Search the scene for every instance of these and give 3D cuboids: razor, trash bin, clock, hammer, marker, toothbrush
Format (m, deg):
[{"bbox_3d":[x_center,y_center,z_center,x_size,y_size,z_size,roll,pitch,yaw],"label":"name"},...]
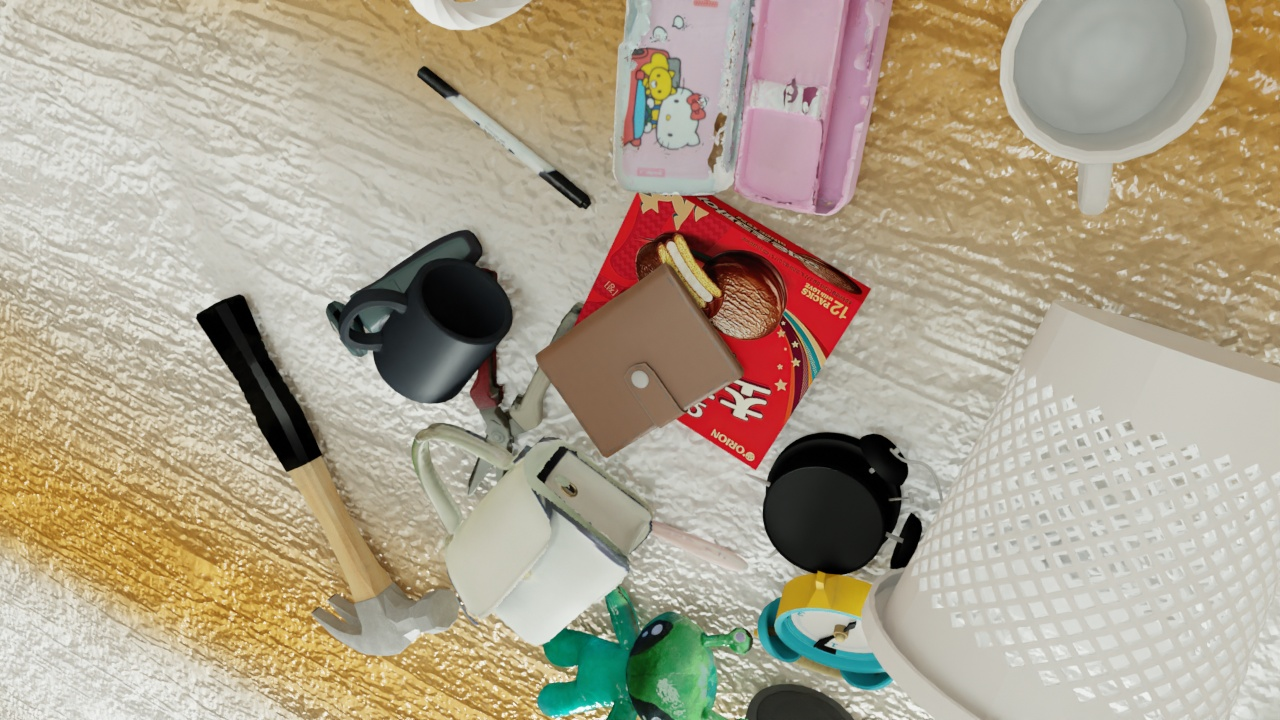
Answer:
[{"bbox_3d":[-0.174,-0.052,0.675,0.143,0.052,0.047,-30,93,19],"label":"razor"},{"bbox_3d":[0.243,0.085,0.477,0.195,0.195,0.200,21,106,15],"label":"trash bin"},{"bbox_3d":[0.131,0.182,0.613,0.099,0.043,0.130,18,143,6],"label":"clock"},{"bbox_3d":[-0.277,0.101,0.775,0.131,0.039,0.328,-21,99,29],"label":"hammer"},{"bbox_3d":[0.134,0.093,0.595,0.121,0.042,0.091,-9,105,25],"label":"clock"},{"bbox_3d":[-0.092,-0.150,0.620,0.152,0.011,0.011,39,118,6],"label":"marker"},{"bbox_3d":[-0.006,0.119,0.679,0.181,0.018,0.016,21,118,14],"label":"toothbrush"}]

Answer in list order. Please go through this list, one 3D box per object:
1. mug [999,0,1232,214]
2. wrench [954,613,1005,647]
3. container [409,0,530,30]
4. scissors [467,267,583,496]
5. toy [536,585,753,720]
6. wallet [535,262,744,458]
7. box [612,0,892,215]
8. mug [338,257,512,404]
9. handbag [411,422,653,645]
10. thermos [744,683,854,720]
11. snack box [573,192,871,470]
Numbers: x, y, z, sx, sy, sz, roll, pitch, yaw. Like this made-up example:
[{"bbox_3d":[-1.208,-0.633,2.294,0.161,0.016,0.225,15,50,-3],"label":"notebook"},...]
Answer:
[{"bbox_3d":[0.224,-0.132,0.448,0.091,0.089,0.121,4,110,21],"label":"mug"},{"bbox_3d":[0.211,0.280,0.623,0.066,0.018,0.274,-13,116,-15],"label":"wrench"},{"bbox_3d":[-0.118,-0.307,0.474,0.187,0.188,0.190,41,119,6],"label":"container"},{"bbox_3d":[-0.097,0.020,0.682,0.180,0.015,0.185,-26,98,28],"label":"scissors"},{"bbox_3d":[-0.001,0.234,0.683,0.194,0.072,0.130,-13,63,39],"label":"toy"},{"bbox_3d":[-0.004,0.003,0.594,0.121,0.013,0.087,-33,94,29],"label":"wallet"},{"bbox_3d":[0.065,-0.189,0.514,0.154,0.066,0.202,10,112,9],"label":"box"},{"bbox_3d":[-0.151,-0.022,0.625,0.078,0.105,0.071,-45,47,40],"label":"mug"},{"bbox_3d":[-0.100,0.116,0.663,0.176,0.073,0.152,41,128,-4],"label":"handbag"},{"bbox_3d":[0.094,0.364,0.688,0.082,0.082,0.241,18,115,16],"label":"thermos"},{"bbox_3d":[0.045,-0.026,0.593,0.152,0.035,0.133,32,118,9],"label":"snack box"}]
